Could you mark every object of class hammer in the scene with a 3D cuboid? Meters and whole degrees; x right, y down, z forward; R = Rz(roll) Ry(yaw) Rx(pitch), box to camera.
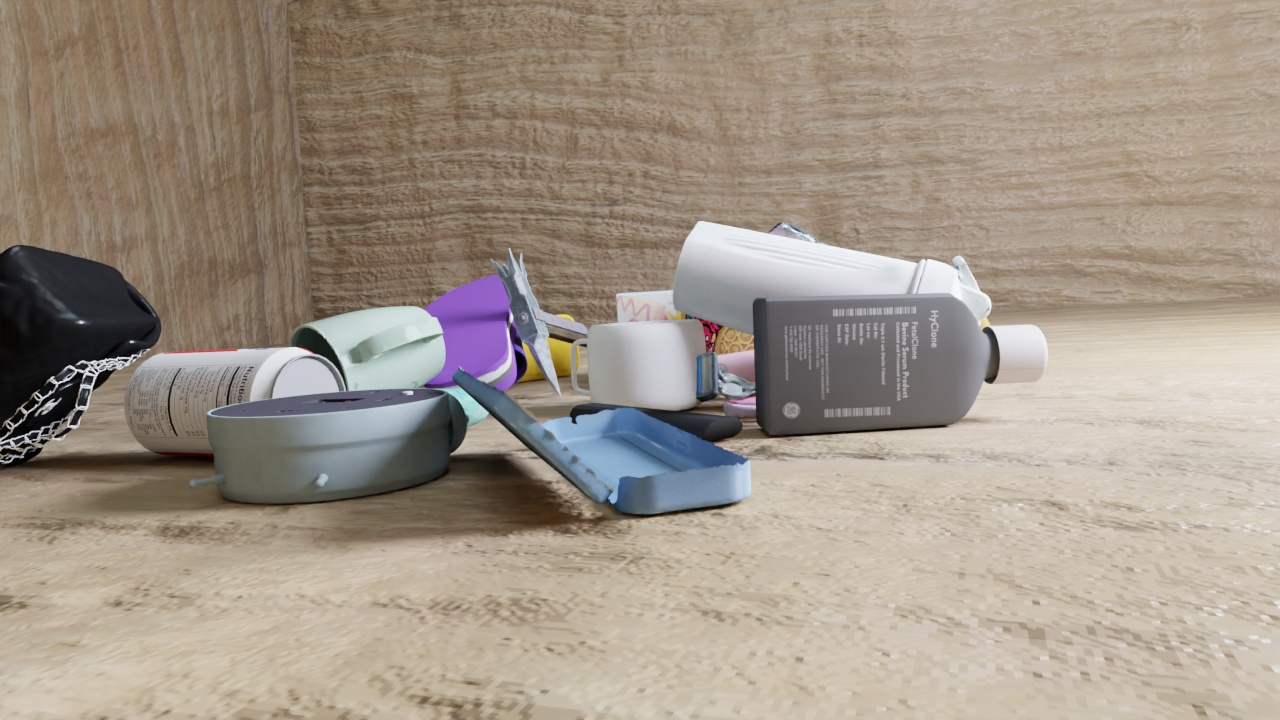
[{"bbox_3d":[-0.045,-0.019,1.000,0.028,0.147,0.316,-27,-16,19],"label":"hammer"}]

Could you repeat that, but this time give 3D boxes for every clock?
[{"bbox_3d":[-0.160,0.041,0.504,0.123,0.045,0.159,-2,3,16],"label":"clock"}]

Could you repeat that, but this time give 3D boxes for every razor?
[{"bbox_3d":[0.110,0.018,0.632,0.144,0.022,0.042,3,46,2],"label":"razor"}]

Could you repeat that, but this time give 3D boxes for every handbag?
[{"bbox_3d":[-0.383,0.015,0.592,0.154,0.114,0.125,-44,-1,6],"label":"handbag"}]

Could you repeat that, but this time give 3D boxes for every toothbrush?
[{"bbox_3d":[0.085,0.005,0.759,0.223,0.027,0.026,-10,8,23],"label":"toothbrush"}]

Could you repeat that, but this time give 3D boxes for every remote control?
[{"bbox_3d":[0.006,0.040,0.591,0.033,0.015,0.147,-6,5,-37],"label":"remote control"}]

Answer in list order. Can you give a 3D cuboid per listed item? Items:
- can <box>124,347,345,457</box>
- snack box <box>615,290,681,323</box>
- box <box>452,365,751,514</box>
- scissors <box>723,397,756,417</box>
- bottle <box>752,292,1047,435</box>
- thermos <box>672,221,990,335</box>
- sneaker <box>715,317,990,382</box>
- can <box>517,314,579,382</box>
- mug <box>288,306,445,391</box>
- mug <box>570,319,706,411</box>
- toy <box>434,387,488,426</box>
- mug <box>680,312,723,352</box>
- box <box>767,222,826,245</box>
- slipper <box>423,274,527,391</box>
[{"bbox_3d":[-0.262,0.028,0.592,0.132,0.070,0.070,-1,5,26],"label":"can"},{"bbox_3d":[0.029,-0.028,0.984,0.093,0.095,0.079,-2,5,14],"label":"snack box"},{"bbox_3d":[-0.034,0.040,0.464,0.125,0.043,0.209,16,-2,-17],"label":"box"},{"bbox_3d":[0.129,0.027,0.690,0.170,0.013,0.177,-5,5,-20],"label":"scissors"},{"bbox_3d":[0.160,-0.001,0.570,0.174,0.084,0.046,-2,4,-1],"label":"bottle"},{"bbox_3d":[0.138,-0.046,0.676,0.220,0.099,0.099,17,9,15],"label":"thermos"},{"bbox_3d":[0.181,-0.024,0.835,0.238,0.086,0.122,1,10,-3],"label":"sneaker"},{"bbox_3d":[-0.155,-0.012,1.089,0.101,0.072,0.130,-3,3,45],"label":"can"},{"bbox_3d":[-0.207,-0.006,0.735,0.112,0.084,0.103,-25,-1,45],"label":"mug"},{"bbox_3d":[-0.004,0.004,0.729,0.116,0.068,0.094,-1,4,25],"label":"mug"},{"bbox_3d":[-0.153,0.039,0.647,0.105,0.033,0.085,-6,-6,-26],"label":"toy"},{"bbox_3d":[0.093,-0.027,0.877,0.117,0.098,0.082,-7,5,-41],"label":"mug"},{"bbox_3d":[0.209,-0.068,0.953,0.230,0.071,0.085,23,-8,-23],"label":"box"},{"bbox_3d":[-0.160,0.001,0.910,0.107,0.084,0.266,-18,24,-2],"label":"slipper"}]
